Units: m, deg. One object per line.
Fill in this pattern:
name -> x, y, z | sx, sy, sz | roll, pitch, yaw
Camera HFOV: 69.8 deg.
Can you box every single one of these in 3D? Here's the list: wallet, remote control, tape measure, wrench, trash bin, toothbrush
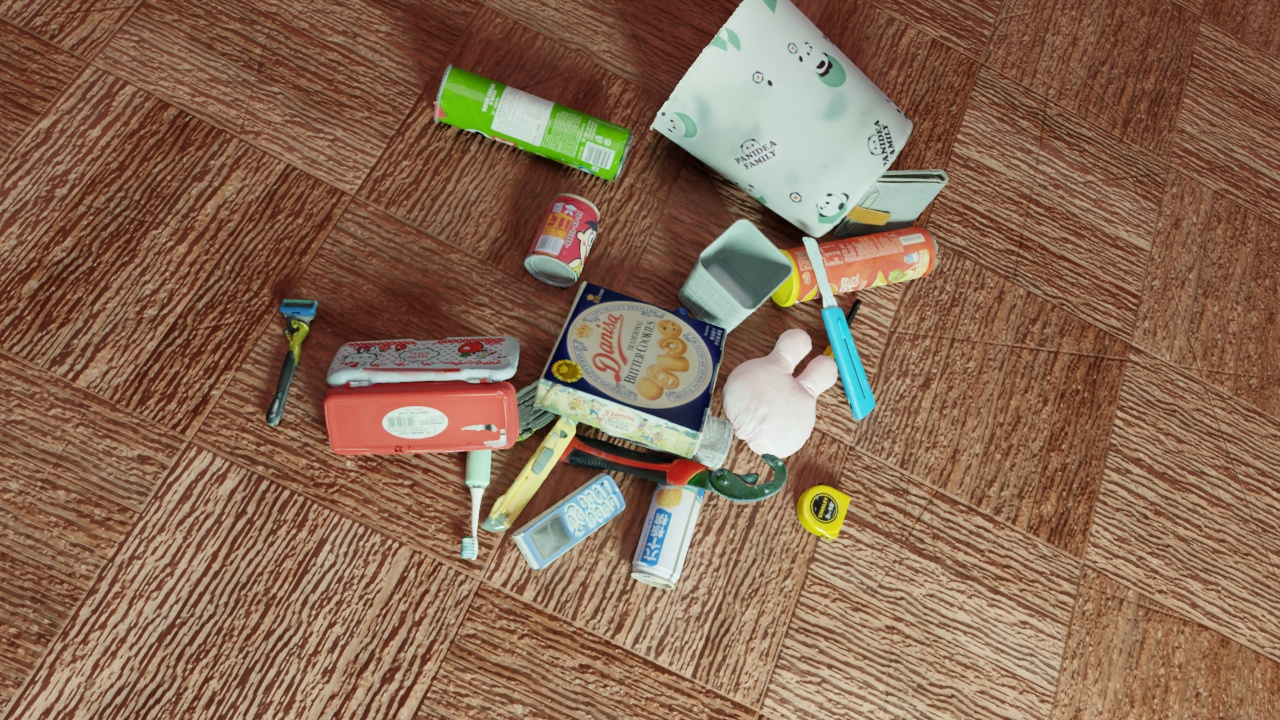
wallet -> 0.315, -0.195, 1.174 | 0.106, 0.130, 0.037 | -4, 67, -15
remote control -> -0.076, 0.173, 0.996 | 0.124, 0.024, 0.049 | -33, 108, -21
tape measure -> 0.211, 0.175, 1.072 | 0.057, 0.029, 0.059 | 26, 67, -5
wrench -> 0.022, 0.113, 1.004 | 0.273, 0.016, 0.056 | 7, 68, 11
trash bin -> 0.179, -0.301, 1.136 | 0.252, 0.230, 0.229 | 37, 66, -6
toothbrush -> -0.177, 0.104, 1.000 | 0.027, 0.027, 0.224 | 13, 67, -33

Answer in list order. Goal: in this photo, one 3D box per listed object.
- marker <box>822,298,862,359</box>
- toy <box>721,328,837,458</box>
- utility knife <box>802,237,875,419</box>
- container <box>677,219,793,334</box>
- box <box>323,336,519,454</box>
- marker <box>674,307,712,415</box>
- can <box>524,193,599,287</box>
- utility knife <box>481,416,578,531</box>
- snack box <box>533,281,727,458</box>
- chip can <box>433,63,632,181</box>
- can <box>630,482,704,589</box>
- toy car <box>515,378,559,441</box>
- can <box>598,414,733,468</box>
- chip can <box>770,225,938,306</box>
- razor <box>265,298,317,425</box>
marker -> 0.252, -0.031, 1.161 | 0.015, 0.018, 0.123 | 35, 65, -5
toy -> 0.168, 0.039, 1.095 | 0.121, 0.054, 0.159 | 46, 69, -3
utility knife -> 0.239, -0.041, 1.118 | 0.034, 0.018, 0.234 | -24, 99, -21
container -> 0.107, -0.092, 1.095 | 0.090, 0.112, 0.089 | 45, 66, 4
box -> -0.230, 0.033, 0.989 | 0.201, 0.100, 0.110 | -2, 112, -1
marker -> 0.064, 0.005, 1.101 | 0.017, 0.017, 0.145 | -7, 73, -17
can -> -0.091, -0.143, 1.087 | 0.066, 0.067, 0.093 | 22, 67, -6
utility knife -> -0.107, 0.105, 1.009 | 0.031, 0.021, 0.201 | 39, 72, -17
snack box -> -0.006, 0.006, 1.020 | 0.182, 0.046, 0.177 | 19, 42, 0
chip can -> -0.130, -0.289, 1.125 | 0.236, 0.072, 0.072 | 18, 68, -8
can -> 0.032, 0.180, 1.011 | 0.053, 0.053, 0.134 | 21, 67, -6
toy car -> -0.117, 0.051, 1.029 | 0.105, 0.032, 0.048 | -34, 89, -22
can -> 0.029, 0.076, 1.045 | 0.146, 0.058, 0.058 | 18, 68, -8
chip can -> 0.270, -0.123, 1.169 | 0.216, 0.073, 0.073 | -13, 75, -18
razor -> -0.378, 0.003, 0.987 | 0.043, 0.022, 0.142 | 2, 72, 14
